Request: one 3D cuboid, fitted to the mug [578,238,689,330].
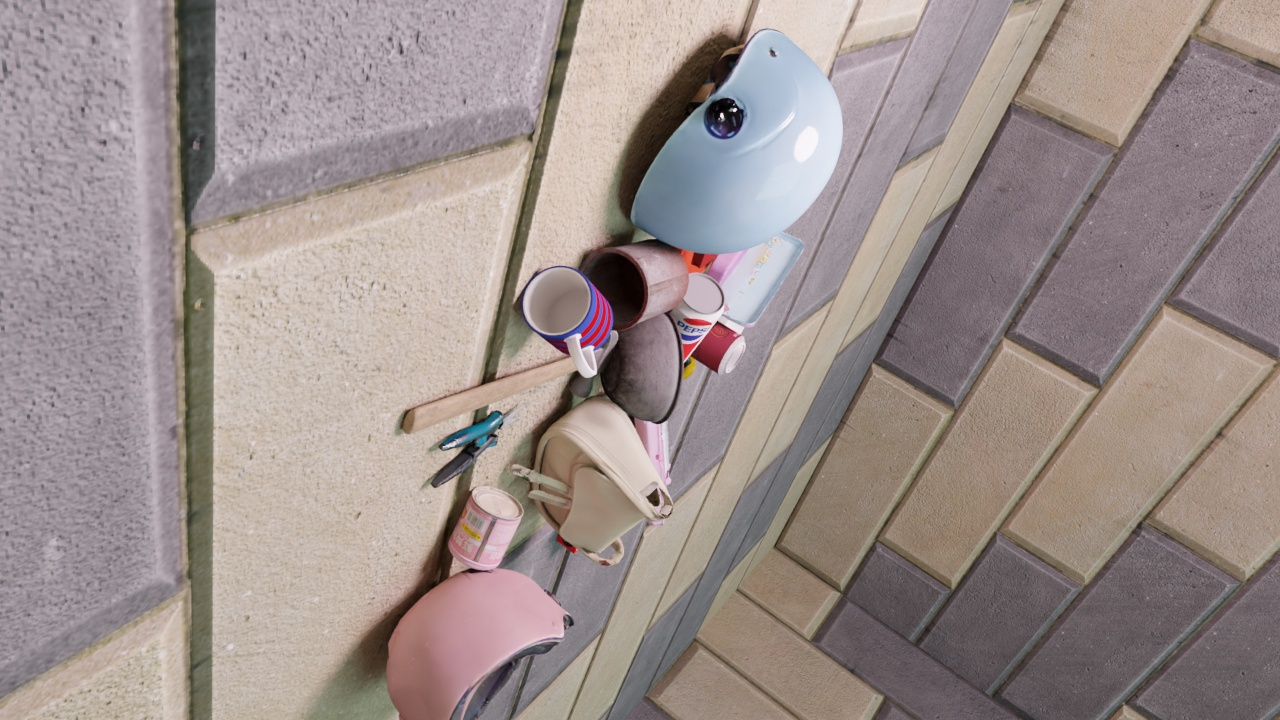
[{"bbox_3d":[-0.018,-0.080,1.031,0.123,0.096,0.110,-26,174,33],"label":"mug"}]

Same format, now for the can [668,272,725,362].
[{"bbox_3d":[0.053,-0.050,1.184,0.070,0.070,0.132,-41,172,-37],"label":"can"}]

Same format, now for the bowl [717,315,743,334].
[{"bbox_3d":[0.124,-0.061,1.427,0.104,0.054,0.105,-48,161,-23],"label":"bowl"}]

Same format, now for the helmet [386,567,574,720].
[{"bbox_3d":[-0.209,0.343,1.104,0.229,0.152,0.256,-42,170,-10],"label":"helmet"}]

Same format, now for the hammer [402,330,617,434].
[{"bbox_3d":[-0.132,0.022,0.994,0.330,0.031,0.120,-19,145,-54],"label":"hammer"}]

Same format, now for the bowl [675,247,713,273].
[{"bbox_3d":[0.070,-0.159,1.171,0.121,0.035,0.122,-47,158,-25],"label":"bowl"}]

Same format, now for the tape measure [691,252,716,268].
[{"bbox_3d":[0.085,-0.147,1.141,0.058,0.019,0.051,-42,155,-53],"label":"tape measure"}]

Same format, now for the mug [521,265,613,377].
[{"bbox_3d":[-0.068,-0.033,0.935,0.075,0.112,0.076,-23,162,8],"label":"mug"}]

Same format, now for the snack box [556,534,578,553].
[{"bbox_3d":[-0.059,0.210,1.440,0.132,0.036,0.152,-30,147,-52],"label":"snack box"}]

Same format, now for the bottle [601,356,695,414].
[{"bbox_3d":[0.010,0.031,1.301,0.185,0.053,0.053,-32,149,-49],"label":"bottle"}]

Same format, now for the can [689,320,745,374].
[{"bbox_3d":[0.087,-0.032,1.291,0.063,0.114,0.063,-47,158,-26],"label":"can"}]

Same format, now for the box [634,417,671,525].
[{"bbox_3d":[0.017,0.133,1.387,0.155,0.059,0.202,-90,177,-60],"label":"box"}]

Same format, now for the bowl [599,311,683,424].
[{"bbox_3d":[-0.007,0.007,1.142,0.067,0.144,0.145,2,128,-23],"label":"bowl"}]

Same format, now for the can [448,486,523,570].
[{"bbox_3d":[-0.183,0.198,1.079,0.076,0.067,0.067,-63,160,16],"label":"can"}]

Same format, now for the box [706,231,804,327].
[{"bbox_3d":[0.170,-0.145,1.295,0.213,0.092,0.090,-53,172,-39],"label":"box"}]

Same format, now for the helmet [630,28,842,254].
[{"bbox_3d":[0.113,-0.217,1.002,0.265,0.167,0.225,-44,168,-8],"label":"helmet"}]

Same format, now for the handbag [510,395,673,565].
[{"bbox_3d":[-0.071,0.175,1.171,0.131,0.184,0.230,-40,173,-33],"label":"handbag"}]

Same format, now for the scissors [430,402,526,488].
[{"bbox_3d":[-0.177,0.088,0.995,0.120,0.019,0.150,-58,162,0],"label":"scissors"}]
